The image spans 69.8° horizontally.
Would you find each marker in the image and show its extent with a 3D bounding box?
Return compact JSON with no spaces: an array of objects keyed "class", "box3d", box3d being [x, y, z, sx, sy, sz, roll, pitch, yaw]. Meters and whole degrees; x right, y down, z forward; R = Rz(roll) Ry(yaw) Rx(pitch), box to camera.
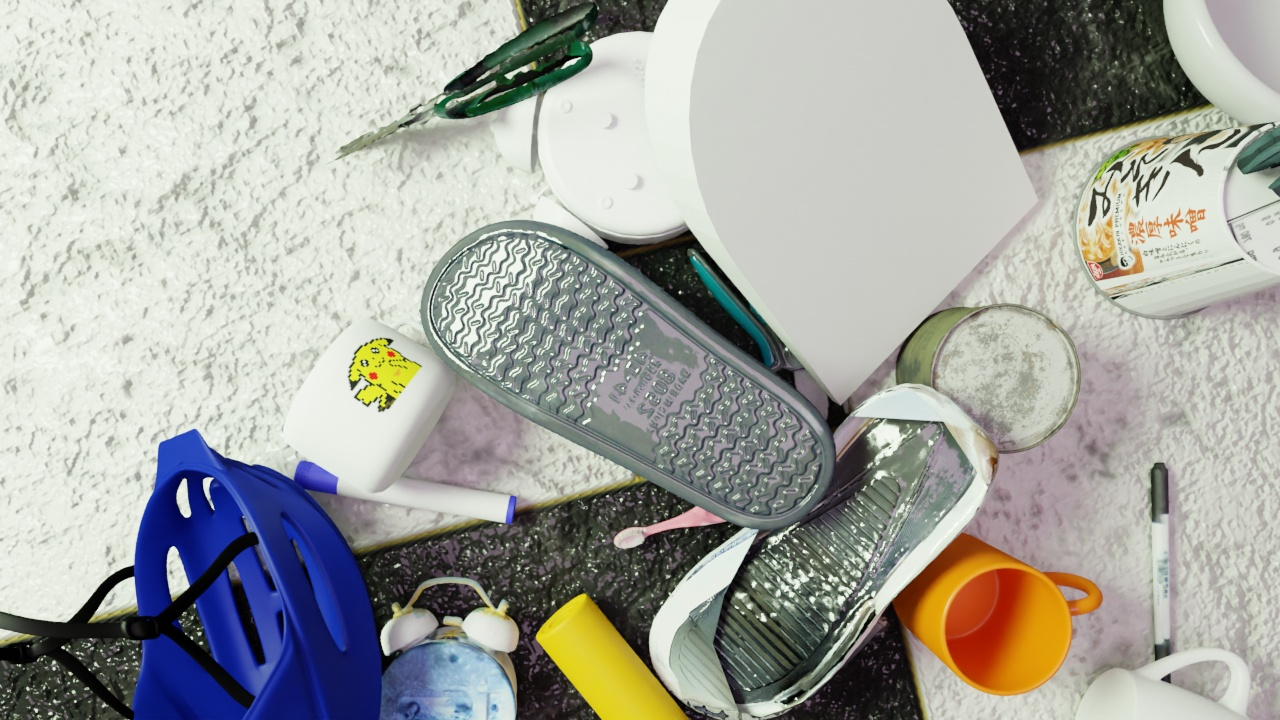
[{"class":"marker","box3d":[-0.153,0.086,0.600,0.141,0.020,0.020,10,91,-3]},{"class":"marker","box3d":[0.351,0.144,0.618,0.011,0.011,0.152,-2,92,-2]}]

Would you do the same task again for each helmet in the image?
[{"class":"helmet","box3d":[-0.255,0.161,0.503,0.148,0.227,0.241,-18,83,32]}]

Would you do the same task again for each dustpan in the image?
[{"class":"dustpan","box3d":[0.114,-0.126,0.552,0.191,0.053,0.258,-45,124,-4]}]

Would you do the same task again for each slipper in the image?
[{"class":"slipper","box3d":[-0.003,0.003,0.564,0.268,0.083,0.111,31,100,4]},{"class":"slipper","box3d":[0.113,0.127,0.577,0.111,0.063,0.264,43,110,19]}]

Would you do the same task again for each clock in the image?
[{"class":"clock","box3d":[-0.122,0.202,0.587,0.089,0.052,0.125,1,91,-1]},{"class":"clock","box3d":[-0.003,-0.137,0.573,0.161,0.073,0.125,-23,91,-1]}]

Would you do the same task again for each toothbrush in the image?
[{"class":"toothbrush","box3d":[0.046,0.100,0.607,0.135,0.016,0.021,-19,93,-1]}]

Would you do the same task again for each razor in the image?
[{"class":"razor","box3d":[0.385,-0.088,0.477,0.143,0.047,0.052,26,66,-4]}]

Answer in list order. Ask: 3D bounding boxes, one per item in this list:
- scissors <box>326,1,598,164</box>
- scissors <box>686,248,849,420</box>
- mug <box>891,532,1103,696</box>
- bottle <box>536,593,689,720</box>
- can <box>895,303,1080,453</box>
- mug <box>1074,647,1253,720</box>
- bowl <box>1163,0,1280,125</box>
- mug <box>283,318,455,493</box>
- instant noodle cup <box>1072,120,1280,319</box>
[{"class":"scissors","box3d":[-0.110,-0.177,0.582,0.210,0.137,0.015,-13,128,24]},{"class":"scissors","box3d":[0.087,-0.032,0.605,0.154,0.019,0.126,17,92,-3]},{"class":"mug","box3d":[0.225,0.150,0.572,0.112,0.096,0.077,-13,91,-1]},{"class":"bottle","box3d":[-0.006,0.220,0.594,0.043,0.043,0.143,-39,92,-1]},{"class":"can","box3d":[0.216,0.010,0.581,0.090,0.074,0.090,0,92,0]},{"class":"mug","box3d":[0.343,0.233,0.587,0.087,0.081,0.114,26,83,4]},{"class":"bowl","box3d":[0.403,-0.212,0.577,0.176,0.066,0.176,1,78,-6]},{"class":"mug","box3d":[-0.159,0.021,0.568,0.068,0.095,0.115,32,53,-3]},{"class":"instant noodle cup","box3d":[0.354,-0.089,0.558,0.123,0.122,0.123,0,91,-2]}]
